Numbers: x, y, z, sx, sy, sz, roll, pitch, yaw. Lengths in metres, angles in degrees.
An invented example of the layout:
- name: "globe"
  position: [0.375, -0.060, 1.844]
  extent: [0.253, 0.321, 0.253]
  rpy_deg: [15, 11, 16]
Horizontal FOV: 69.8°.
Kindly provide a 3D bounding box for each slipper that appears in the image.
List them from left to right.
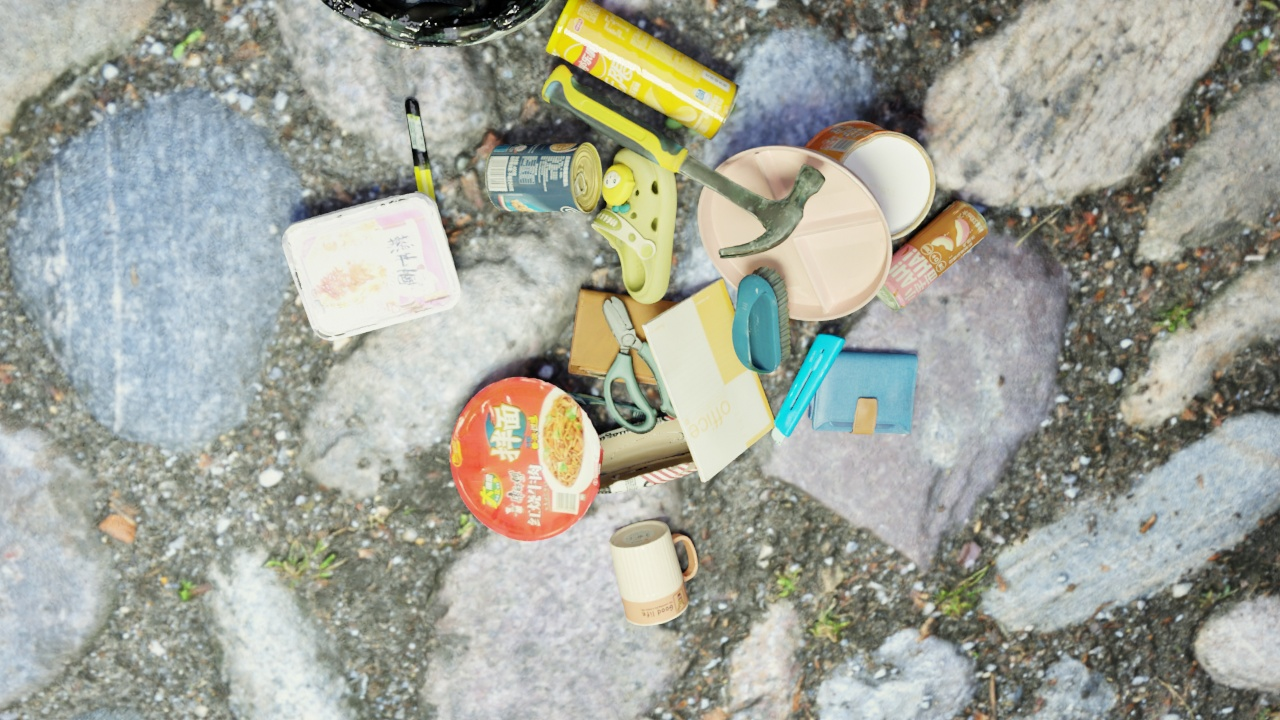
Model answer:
- name: "slipper"
  position: [-0.009, -0.155, 1.046]
  extent: [0.081, 0.092, 0.191]
  rpy_deg: [-12, 111, -32]

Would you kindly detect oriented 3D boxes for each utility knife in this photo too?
- name: "utility knife"
  position: [0.204, 0.036, 1.142]
  extent: [0.034, 0.018, 0.160]
  rpy_deg: [30, 107, 16]

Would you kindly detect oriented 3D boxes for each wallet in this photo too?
- name: "wallet"
  position: [-0.017, -0.026, 1.113]
  extent: [0.131, 0.031, 0.108]
  rpy_deg: [7, 98, -9]
- name: "wallet"
  position: [0.283, 0.041, 1.164]
  extent: [0.133, 0.040, 0.106]
  rpy_deg: [3, 99, -6]

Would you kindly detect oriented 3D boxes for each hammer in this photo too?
- name: "hammer"
  position: [0.027, -0.220, 0.984]
  extent: [0.323, 0.032, 0.126]
  rpy_deg: [33, 90, 14]

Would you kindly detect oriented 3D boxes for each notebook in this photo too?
- name: "notebook"
  position: [0.087, 0.022, 1.107]
  extent: [0.145, 0.010, 0.206]
  rpy_deg: [-32, 108, -36]

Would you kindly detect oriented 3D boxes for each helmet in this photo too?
- name: "helmet"
  position: [-0.200, -0.432, 0.932]
  extent: [0.274, 0.156, 0.230]
  rpy_deg: [3, 105, 3]

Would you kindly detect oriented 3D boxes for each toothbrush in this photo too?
- name: "toothbrush"
  position: [-0.074, 0.050, 1.132]
  extent: [0.191, 0.016, 0.018]
  rpy_deg: [11, 112, -10]

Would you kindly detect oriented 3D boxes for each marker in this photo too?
- name: "marker"
  position: [-0.251, -0.235, 1.044]
  extent: [0.018, 0.015, 0.124]
  rpy_deg: [-9, 101, -6]

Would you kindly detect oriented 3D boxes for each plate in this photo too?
- name: "plate"
  position: [0.173, -0.144, 1.039]
  extent: [0.229, 0.230, 0.028]
  rpy_deg: [47, 49, -14]

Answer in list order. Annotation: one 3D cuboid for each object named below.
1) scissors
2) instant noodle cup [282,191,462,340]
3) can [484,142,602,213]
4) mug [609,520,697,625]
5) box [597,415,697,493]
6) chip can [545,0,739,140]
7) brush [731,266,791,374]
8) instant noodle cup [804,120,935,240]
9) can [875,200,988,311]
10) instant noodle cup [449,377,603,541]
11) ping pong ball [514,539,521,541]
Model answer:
- name: "scissors"
  position: [0.016, -0.005, 1.097]
  extent: [0.129, 0.019, 0.185]
  rpy_deg: [-7, 100, -10]
- name: "instant noodle cup"
  position: [-0.300, -0.110, 1.044]
  extent: [0.173, 0.060, 0.138]
  rpy_deg: [-16, 104, -4]
- name: "can"
  position: [-0.108, -0.203, 1.017]
  extent: [0.111, 0.075, 0.075]
  rpy_deg: [5, 104, 22]
- name: "mug"
  position: [0.022, 0.262, 1.166]
  extent: [0.114, 0.082, 0.106]
  rpy_deg: [-21, 105, -30]
- name: "box"
  position: [0.005, 0.110, 1.132]
  extent: [0.163, 0.076, 0.087]
  rpy_deg: [-17, 90, -3]
- name: "chip can"
  position: [0.004, -0.328, 1.024]
  extent: [0.213, 0.072, 0.072]
  rpy_deg: [25, 99, -12]
- name: "brush"
  position: [0.139, -0.039, 1.089]
  extent: [0.073, 0.055, 0.144]
  rpy_deg: [-40, 138, -29]
- name: "instant noodle cup"
  position: [0.262, -0.203, 1.065]
  extent: [0.151, 0.111, 0.151]
  rpy_deg: [-2, 103, -7]
- name: "can"
  position: [0.350, -0.128, 1.121]
  extent: [0.147, 0.058, 0.058]
  rpy_deg: [-41, 104, 3]
- name: "instant noodle cup"
  position: [-0.126, 0.114, 1.089]
  extent: [0.194, 0.065, 0.194]
  rpy_deg: [1, 93, 20]
- name: "ping pong ball"
  position: [-0.148, 0.205, 1.146]
  extent: [0.040, 0.040, 0.040]
  rpy_deg: [-2, 103, -7]
